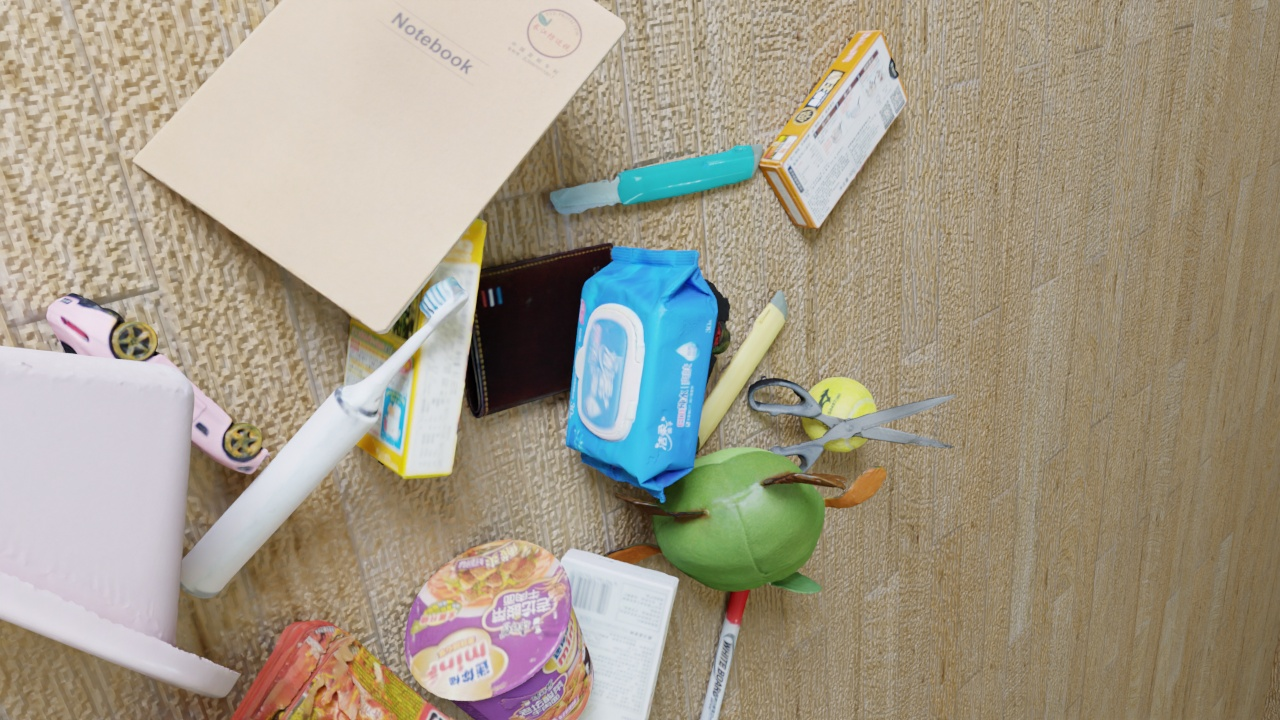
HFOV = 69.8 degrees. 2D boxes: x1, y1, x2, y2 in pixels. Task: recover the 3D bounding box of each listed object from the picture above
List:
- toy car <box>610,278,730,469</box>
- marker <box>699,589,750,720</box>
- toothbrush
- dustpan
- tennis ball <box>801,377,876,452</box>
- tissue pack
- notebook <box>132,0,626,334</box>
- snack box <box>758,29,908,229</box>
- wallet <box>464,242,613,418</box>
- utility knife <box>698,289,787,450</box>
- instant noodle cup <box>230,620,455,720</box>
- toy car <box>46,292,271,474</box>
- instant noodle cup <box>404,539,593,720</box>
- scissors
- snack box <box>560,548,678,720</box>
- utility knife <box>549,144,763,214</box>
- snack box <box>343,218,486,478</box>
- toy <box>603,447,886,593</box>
[{"bbox_3d":[0.021,0.014,0.673,0.071,0.041,0.156,16,94,-43],"label":"toy car"},{"bbox_3d":[0.073,0.268,0.816,0.017,0.017,0.145,7,99,-42],"label":"marker"},{"bbox_3d":[-0.162,0.041,0.467,0.221,0.026,0.026,-45,171,13],"label":"toothbrush"},{"bbox_3d":[-0.271,0.058,0.310,0.273,0.223,0.138,11,84,-50],"label":"dustpan"},{"bbox_3d":[0.173,0.047,0.802,0.065,0.065,0.065,-14,112,-38],"label":"tennis ball"},{"bbox_3d":[-0.003,0.003,0.588,0.052,0.095,0.157,2,100,-38],"label":"tissue pack"},{"bbox_3d":[-0.124,-0.135,0.458,0.148,0.008,0.207,35,76,1],"label":"notebook"},{"bbox_3d":[0.160,-0.187,0.743,0.153,0.026,0.075,-53,131,-15],"label":"snack box"},{"bbox_3d":[-0.063,-0.022,0.606,0.122,0.020,0.096,-18,114,-39],"label":"wallet"},{"bbox_3d":[0.074,0.015,0.738,0.031,0.018,0.164,43,73,-36],"label":"utility knife"},{"bbox_3d":[-0.163,0.256,0.508,0.079,0.164,0.189,-38,105,19],"label":"instant noodle cup"},{"bbox_3d":[-0.232,0.016,0.442,0.037,0.056,0.122,-51,130,-22],"label":"toy car"},{"bbox_3d":[-0.082,0.191,0.599,0.111,0.112,0.099,-43,135,-24],"label":"instant noodle cup"},{"bbox_3d":[0.166,0.056,0.765,0.159,0.014,0.175,39,111,-11],"label":"scissors"},{"bbox_3d":[-0.030,0.223,0.667,0.026,0.085,0.157,-26,129,-77],"label":"snack box"},{"bbox_3d":[0.018,-0.128,0.645,0.204,0.013,0.029,-20,118,-39],"label":"utility knife"},{"bbox_3d":[-0.128,-0.015,0.502,0.033,0.087,0.140,-1,103,-41],"label":"snack box"},{"bbox_3d":[0.076,0.120,0.684,0.227,0.090,0.247,-15,154,6],"label":"toy"}]
